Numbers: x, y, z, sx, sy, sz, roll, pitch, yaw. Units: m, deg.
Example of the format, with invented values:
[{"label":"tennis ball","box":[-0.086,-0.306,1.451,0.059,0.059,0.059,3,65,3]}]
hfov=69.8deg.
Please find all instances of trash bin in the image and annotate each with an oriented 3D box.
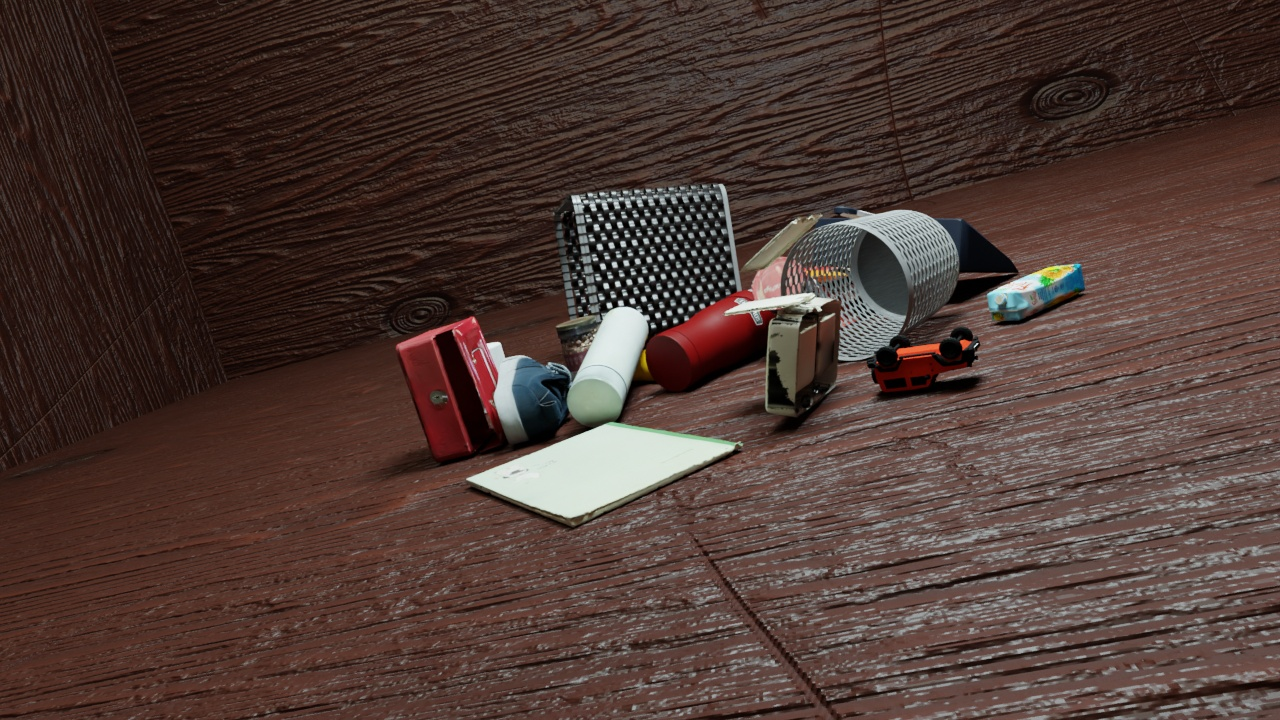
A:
[{"label":"trash bin","box":[0.281,-0.098,1.097,0.157,0.156,0.182,-7,10,41]}]

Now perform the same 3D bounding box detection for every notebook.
[{"label":"notebook","box":[-0.044,0.102,0.891,0.181,0.010,0.253,-20,11,-28]}]

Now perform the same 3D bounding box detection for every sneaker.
[{"label":"sneaker","box":[-0.126,0.039,1.160,0.087,0.089,0.235,-18,15,3]}]

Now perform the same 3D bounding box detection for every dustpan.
[{"label":"dustpan","box":[0.356,-0.168,1.281,0.272,0.080,0.237,-5,10,-41]}]

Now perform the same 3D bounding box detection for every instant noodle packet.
[{"label":"instant noodle packet","box":[0.315,-0.116,1.343,0.220,0.032,0.160,1,2,-32]}]

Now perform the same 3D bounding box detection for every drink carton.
[{"label":"drink carton","box":[0.449,-0.077,1.041,0.128,0.038,0.044,-20,11,-28]}]

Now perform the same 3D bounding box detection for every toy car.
[{"label":"toy car","box":[0.265,0.001,0.857,0.100,0.049,0.051,-9,11,35]}]

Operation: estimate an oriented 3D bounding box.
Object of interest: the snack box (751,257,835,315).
[{"label":"snack box","box":[0.204,-0.079,1.188,0.072,0.072,0.121,-9,-21,34]}]

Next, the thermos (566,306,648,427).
[{"label":"thermos","box":[-0.037,0.003,1.148,0.068,0.068,0.229,-13,23,15]}]

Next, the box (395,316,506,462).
[{"label":"box","box":[-0.224,0.033,1.137,0.087,0.157,0.128,-19,7,11]}]

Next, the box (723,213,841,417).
[{"label":"box","box":[0.128,-0.052,0.901,0.105,0.187,0.143,7,13,26]}]

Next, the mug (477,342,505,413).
[{"label":"mug","box":[-0.241,0.031,1.368,0.091,0.090,0.121,-16,10,-4]}]

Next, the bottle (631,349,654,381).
[{"label":"bottle","box":[-0.008,0.007,1.273,0.043,0.043,0.144,-23,12,-36]}]

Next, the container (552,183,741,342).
[{"label":"container","box":[0.008,-0.154,1.513,0.243,0.245,0.247,-10,4,-12]}]

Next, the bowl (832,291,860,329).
[{"label":"bowl","box":[0.243,-0.067,1.296,0.130,0.045,0.130,-15,9,2]}]

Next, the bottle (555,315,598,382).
[{"label":"bottle","box":[-0.076,-0.004,1.258,0.056,0.105,0.056,-15,10,2]}]

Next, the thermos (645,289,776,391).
[{"label":"thermos","box":[0.094,-0.023,1.203,0.198,0.084,0.108,-27,-19,-42]}]
